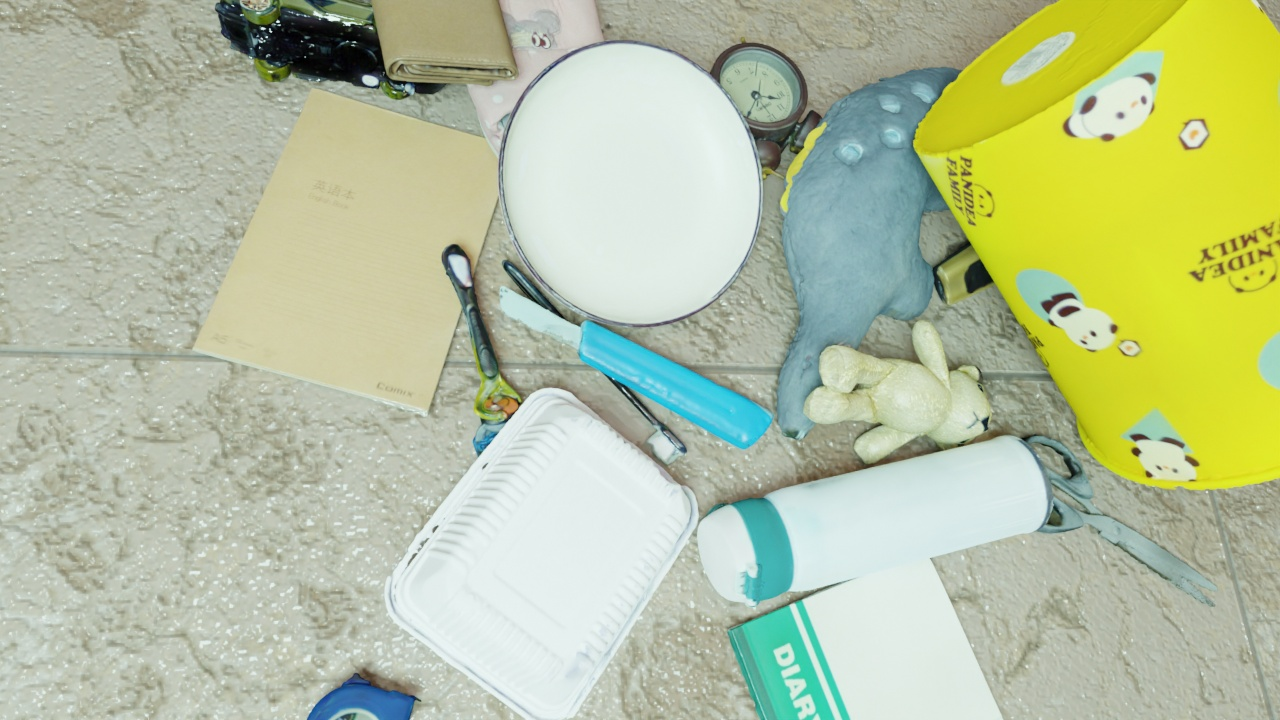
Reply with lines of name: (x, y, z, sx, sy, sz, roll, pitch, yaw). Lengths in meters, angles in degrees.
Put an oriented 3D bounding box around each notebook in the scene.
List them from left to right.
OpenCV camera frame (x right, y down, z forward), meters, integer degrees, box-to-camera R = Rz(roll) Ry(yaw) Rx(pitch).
notebook: (-0.184, -0.079, 0.616, 0.149, 0.012, 0.211, 16, 66, -6)
notebook: (0.158, 0.240, 0.567, 0.150, 0.012, 0.209, -17, 74, -17)

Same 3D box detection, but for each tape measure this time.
tape measure: (-0.157, 0.206, 0.505, 0.054, 0.025, 0.058, 20, 63, -2)

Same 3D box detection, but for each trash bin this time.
trash bin: (0.318, -0.089, 0.566, 0.255, 0.230, 0.229, 47, 66, -16)

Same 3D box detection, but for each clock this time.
clock: (0.089, -0.182, 0.690, 0.082, 0.055, 0.122, -32, 81, -22)

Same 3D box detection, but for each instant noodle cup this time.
instant noodle cup: (-0.048, 0.109, 0.538, 0.138, 0.060, 0.173, 39, 65, -5)

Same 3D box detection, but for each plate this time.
plate: (-0.008, -0.117, 0.629, 0.192, 0.039, 0.192, 0, 91, -23)

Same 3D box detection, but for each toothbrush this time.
toothbrush: (-0.035, -0.001, 0.616, 0.018, 0.016, 0.181, -40, 82, -13)

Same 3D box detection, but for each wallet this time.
wallet: (-0.134, -0.234, 0.606, 0.090, 0.033, 0.115, -6, 66, -28)

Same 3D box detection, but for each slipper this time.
slipper: (-0.082, -0.250, 0.675, 0.114, 0.055, 0.274, -7, 69, -19)

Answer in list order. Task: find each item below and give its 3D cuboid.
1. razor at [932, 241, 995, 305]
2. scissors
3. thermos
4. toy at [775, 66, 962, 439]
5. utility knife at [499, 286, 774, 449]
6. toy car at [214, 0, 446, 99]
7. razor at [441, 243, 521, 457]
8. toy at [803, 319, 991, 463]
razor: (0.292, -0.090, 0.698, 0.167, 0.067, 0.062, -28, 114, -14)
scissors: (0.329, 0.126, 0.648, 0.142, 0.014, 0.173, -18, 76, -21)
thermos: (0.147, 0.101, 0.589, 0.224, 0.073, 0.073, -10, 72, -16)
toy: (0.167, -0.113, 0.651, 0.138, 0.091, 0.355, 44, 67, -35)
utility knife: (-0.004, 0.004, 0.605, 0.202, 0.018, 0.034, 28, 67, -10)
toy car: (-0.209, -0.221, 0.635, 0.158, 0.070, 0.042, 9, 66, -11)
razor: (-0.102, -0.010, 0.591, 0.042, 0.022, 0.142, -14, 82, -19)
toy: (0.172, 0.024, 0.606, 0.157, 0.066, 0.105, 10, 102, -34)
